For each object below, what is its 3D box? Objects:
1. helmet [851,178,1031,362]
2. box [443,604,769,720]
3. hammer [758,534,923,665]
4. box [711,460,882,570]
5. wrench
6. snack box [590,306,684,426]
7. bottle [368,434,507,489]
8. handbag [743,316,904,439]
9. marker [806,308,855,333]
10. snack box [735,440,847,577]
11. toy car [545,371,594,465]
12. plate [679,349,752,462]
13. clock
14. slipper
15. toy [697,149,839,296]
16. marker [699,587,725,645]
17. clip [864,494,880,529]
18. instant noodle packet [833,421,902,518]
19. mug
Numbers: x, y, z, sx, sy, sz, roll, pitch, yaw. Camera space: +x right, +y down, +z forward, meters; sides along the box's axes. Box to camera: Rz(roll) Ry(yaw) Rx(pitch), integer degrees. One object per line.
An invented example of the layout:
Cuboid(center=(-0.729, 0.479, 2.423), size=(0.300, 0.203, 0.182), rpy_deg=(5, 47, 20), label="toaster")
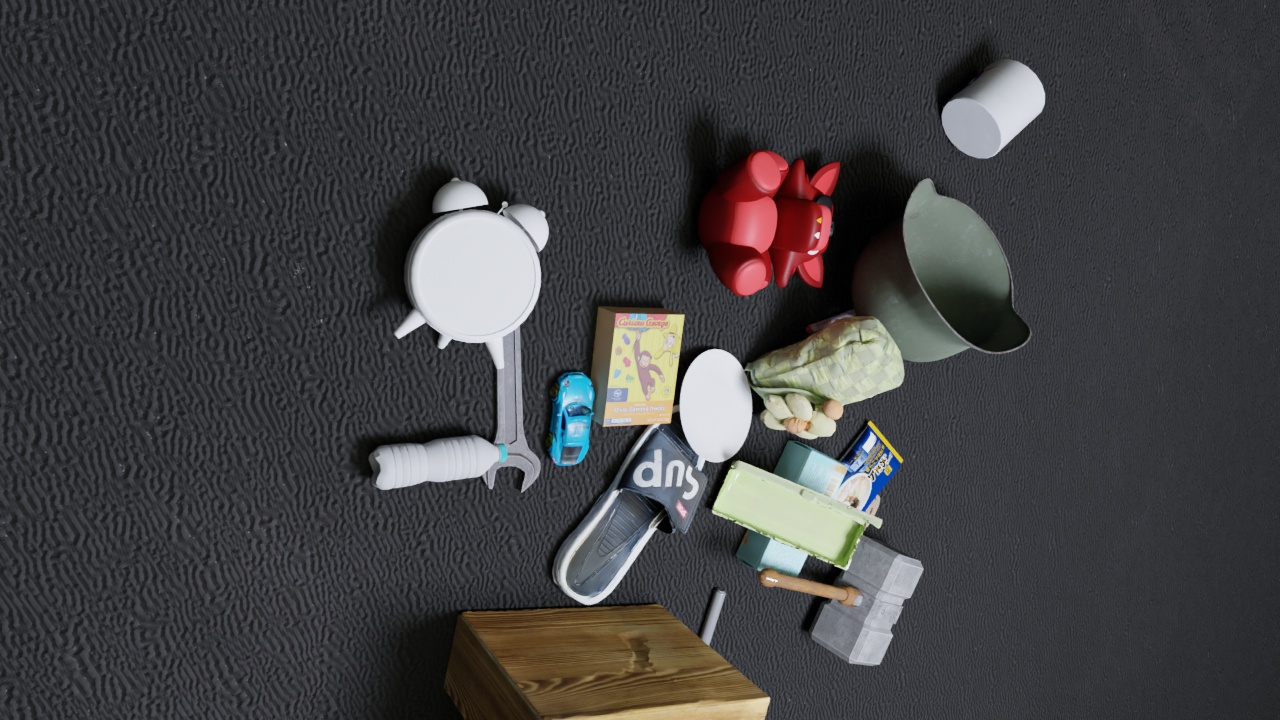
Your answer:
Cuboid(center=(0.357, -0.093, 1.144), size=(0.267, 0.154, 0.227), rpy_deg=(-35, 92, -41), label="helmet")
Cuboid(center=(-0.049, 0.477, 0.985), size=(0.278, 0.287, 0.336), rpy_deg=(10, 96, -33), label="box")
Cuboid(center=(0.244, 0.303, 1.207), size=(0.317, 0.083, 0.162), rpy_deg=(25, 90, -46), label="hammer")
Cuboid(center=(0.186, 0.191, 1.124), size=(0.188, 0.098, 0.082), rpy_deg=(22, 89, 4), label="box")
Cuboid(center=(-0.139, 0.013, 0.967), size=(0.070, 0.010, 0.273), rpy_deg=(-8, 108, -30), label="wrench")
Cuboid(center=(-0.006, 0.006, 1.028), size=(0.088, 0.040, 0.126), rpy_deg=(-1, 104, -32), label="snack box")
Cuboid(center=(-0.202, 0.101, 0.930), size=(0.136, 0.044, 0.044), rpy_deg=(-5, 106, -28), label="bottle")
Cuboid(center=(0.221, 0.029, 1.101), size=(0.113, 0.187, 0.116), rpy_deg=(40, 40, -33), label="handbag")
Cuboid(center=(0.273, -0.060, 1.200), size=(0.142, 0.013, 0.013), rpy_deg=(-20, 113, -25), label="marker")
Cuboid(center=(0.198, 0.198, 1.203), size=(0.075, 0.053, 0.174), rpy_deg=(25, 89, -34), label="snack box")
Cuboid(center=(-0.075, 0.066, 1.009), size=(0.048, 0.032, 0.105), rpy_deg=(1, 102, -32), label="toy car")
Cuboid(center=(0.088, 0.054, 1.100), size=(0.134, 0.011, 0.134), rpy_deg=(3, 86, -46), label="plate")
Cuboid(center=(-0.163, -0.085, 0.890), size=(0.125, 0.073, 0.161), rpy_deg=(18, 91, -21), label="clock")
Cuboid(center=(0.005, 0.174, 1.072), size=(0.263, 0.063, 0.111), rpy_deg=(-50, 122, -9), label="slipper")
Cuboid(center=(0.159, -0.156, 1.045), size=(0.196, 0.121, 0.158), rpy_deg=(-4, 103, -40), label="toy")
Cuboid(center=(0.085, 0.366, 1.204), size=(0.016, 0.016, 0.140), rpy_deg=(13, 96, -34), label="marker")
Cuboid(center=(0.316, 0.214, 1.302), size=(0.025, 0.049, 0.061), rpy_deg=(34, 45, -33), label="clip")
Cuboid(center=(0.301, 0.161, 1.271), size=(0.134, 0.026, 0.087), rpy_deg=(-48, 114, -11), label="instant noodle packet")
Cuboid(center=(0.457, -0.318, 1.201), size=(0.090, 0.091, 0.121), rpy_deg=(-41, 154, -16), label="mug")
